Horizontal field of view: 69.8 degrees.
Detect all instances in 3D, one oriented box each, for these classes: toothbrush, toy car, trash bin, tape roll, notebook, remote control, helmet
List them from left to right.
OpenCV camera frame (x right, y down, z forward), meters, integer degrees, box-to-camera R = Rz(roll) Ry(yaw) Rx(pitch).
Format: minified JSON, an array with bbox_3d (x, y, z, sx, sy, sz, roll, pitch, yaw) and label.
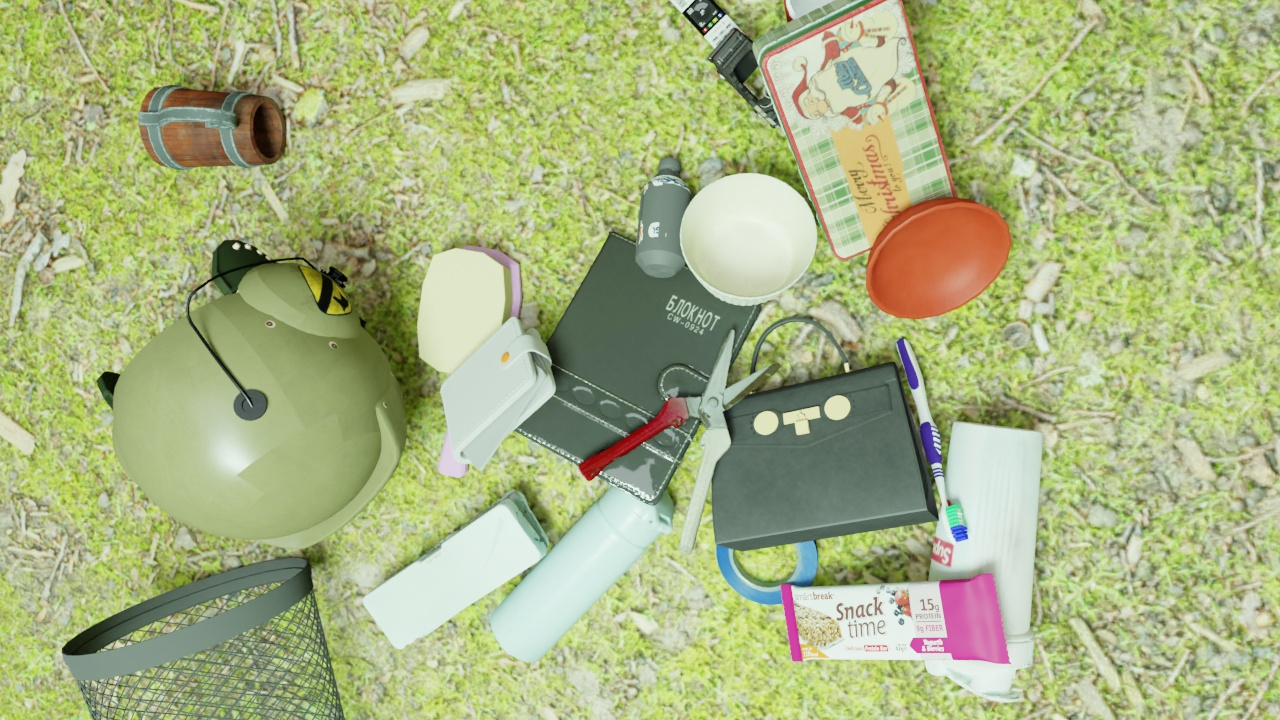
[{"bbox_3d":[-0.395,0.337,0.878,0.218,0.217,0.227,-15,94,13],"label":"trash bin"},{"bbox_3d":[-0.321,0.045,0.805,0.251,0.255,0.233,-42,81,13],"label":"helmet"},{"bbox_3d":[-0.005,0.005,0.831,0.169,0.029,0.209,27,83,10],"label":"notebook"},{"bbox_3d":[0.057,-0.315,0.833,0.028,0.011,0.124,-42,84,12],"label":"remote control"},{"bbox_3d":[0.103,-0.245,0.801,0.092,0.037,0.040,38,101,-26],"label":"toy car"},{"bbox_3d":[0.117,0.179,0.849,0.093,0.016,0.091,2,94,12],"label":"tape roll"},{"bbox_3d":[0.245,0.063,0.776,0.016,0.015,0.186,-26,59,35],"label":"toothbrush"}]

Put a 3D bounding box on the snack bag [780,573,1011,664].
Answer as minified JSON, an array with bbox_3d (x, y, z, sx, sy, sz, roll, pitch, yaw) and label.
[{"bbox_3d":[0.205,0.218,0.769,0.197,0.016,0.070,-15,78,40],"label":"snack bag"}]

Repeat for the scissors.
[{"bbox_3d":[0.040,0.074,0.791,0.198,0.015,0.179,-14,78,0],"label":"scissors"}]

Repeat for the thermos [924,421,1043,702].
[{"bbox_3d":[0.290,0.164,0.779,0.099,0.099,0.220,7,89,12],"label":"thermos"}]

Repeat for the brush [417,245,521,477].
[{"bbox_3d":[-0.173,0.004,0.888,0.089,0.043,0.229,10,96,12],"label":"brush"}]

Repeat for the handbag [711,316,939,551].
[{"bbox_3d":[0.147,0.053,0.803,0.176,0.072,0.195,-14,69,22],"label":"handbag"}]

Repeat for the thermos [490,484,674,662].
[{"bbox_3d":[-0.053,0.191,0.863,0.207,0.065,0.078,-48,41,11],"label":"thermos"}]

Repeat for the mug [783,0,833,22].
[{"bbox_3d":[0.163,-0.316,0.766,0.080,0.096,0.116,4,94,12],"label":"mug"}]

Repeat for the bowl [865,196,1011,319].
[{"bbox_3d":[0.244,-0.091,0.771,0.122,0.122,0.035,-24,44,13],"label":"bowl"}]

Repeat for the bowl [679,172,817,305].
[{"bbox_3d":[0.092,-0.098,0.802,0.115,0.062,0.115,-1,74,3],"label":"bowl"}]

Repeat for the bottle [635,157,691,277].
[{"bbox_3d":[0.022,-0.131,0.827,0.047,0.047,0.112,1,70,12],"label":"bottle"}]

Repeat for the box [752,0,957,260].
[{"bbox_3d":[0.177,-0.187,0.742,0.118,0.050,0.205,-20,126,13],"label":"box"}]

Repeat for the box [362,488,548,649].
[{"bbox_3d":[-0.177,0.207,0.887,0.199,0.067,0.083,-37,65,19],"label":"box"}]

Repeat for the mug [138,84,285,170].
[{"bbox_3d":[-0.423,-0.228,0.893,0.111,0.117,0.081,4,94,8],"label":"mug"}]

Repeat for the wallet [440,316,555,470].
[{"bbox_3d":[-0.125,0.034,0.805,0.119,0.037,0.115,-41,43,18],"label":"wallet"}]
